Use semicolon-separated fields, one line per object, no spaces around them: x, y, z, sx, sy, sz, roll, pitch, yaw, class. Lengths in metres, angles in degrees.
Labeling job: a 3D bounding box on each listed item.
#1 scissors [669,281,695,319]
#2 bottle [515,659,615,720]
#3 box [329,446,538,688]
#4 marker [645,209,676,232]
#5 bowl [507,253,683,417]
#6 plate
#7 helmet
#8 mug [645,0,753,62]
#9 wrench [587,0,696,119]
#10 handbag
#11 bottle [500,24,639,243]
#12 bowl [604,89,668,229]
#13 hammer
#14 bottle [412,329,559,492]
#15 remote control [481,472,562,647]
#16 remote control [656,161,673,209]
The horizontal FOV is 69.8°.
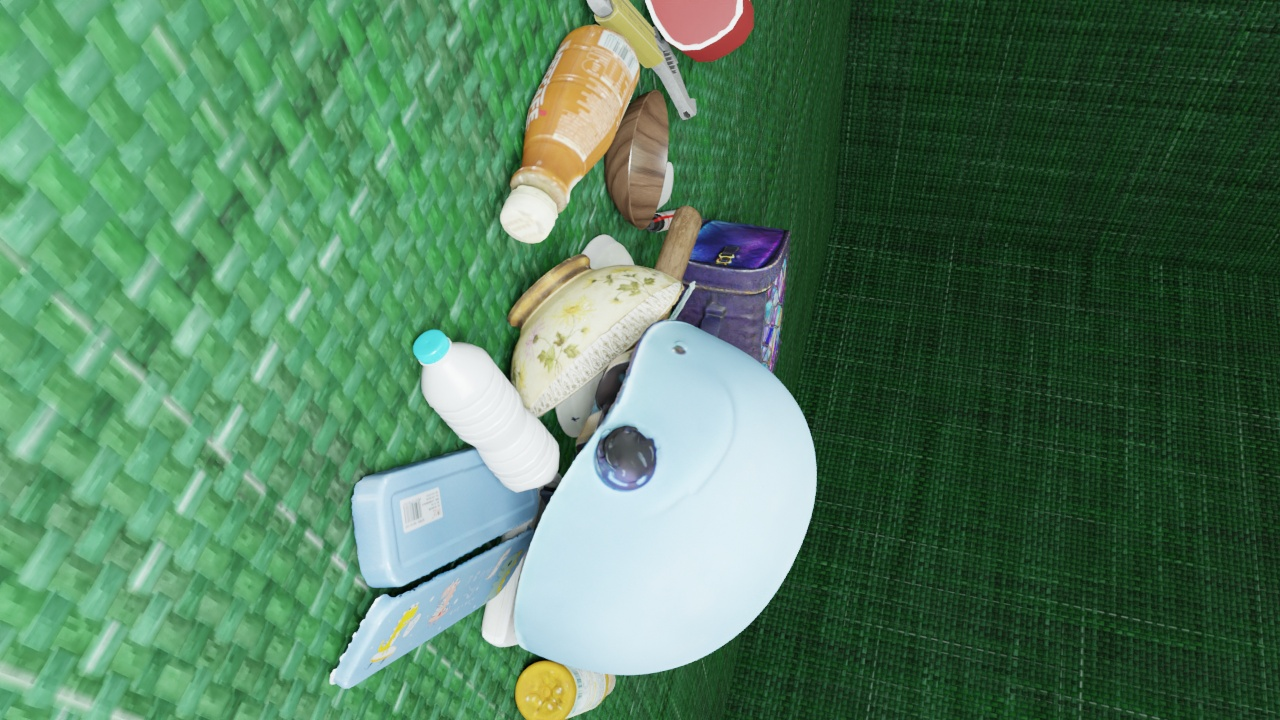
0.013;-0.010;0.877;0.175;0.033;0.064;-63;180;34;scissors
-0.063;0.304;0.860;0.186;0.053;0.053;52;49;-71;bottle
-0.114;0.117;0.571;0.209;0.039;0.126;-6;104;-74;box
0.026;-0.148;0.974;0.145;0.019;0.019;-35;133;-70;marker
-0.045;-0.026;0.632;0.145;0.063;0.145;-41;174;-5;bowl
-0.029;-0.019;0.816;0.182;0.034;0.182;11;89;-76;plate
0.027;0.109;0.647;0.265;0.167;0.226;-53;155;-25;helmet
0.047;-0.331;0.818;0.116;0.081;0.096;61;17;-5;mug
0.004;-0.263;0.770;0.273;0.018;0.083;-11;82;-73;wrench
0.106;-0.055;1.135;0.221;0.125;0.205;-59;155;-52;handbag
-0.049;-0.148;0.602;0.059;0.059;0.166;78;25;-55;bottle
-0.007;-0.176;0.802;0.119;0.032;0.119;11;89;-76;bowl
-0.005;0.005;0.780;0.129;0.040;0.321;61;44;-59;hammer
-0.093;0.030;0.550;0.136;0.044;0.044;60;40;-47;bottle
-0.090;0.150;0.709;0.060;0.025;0.138;44;57;-73;remote control
0.010;-0.168;0.910;0.136;0.013;0.043;-51;148;-63;remote control
